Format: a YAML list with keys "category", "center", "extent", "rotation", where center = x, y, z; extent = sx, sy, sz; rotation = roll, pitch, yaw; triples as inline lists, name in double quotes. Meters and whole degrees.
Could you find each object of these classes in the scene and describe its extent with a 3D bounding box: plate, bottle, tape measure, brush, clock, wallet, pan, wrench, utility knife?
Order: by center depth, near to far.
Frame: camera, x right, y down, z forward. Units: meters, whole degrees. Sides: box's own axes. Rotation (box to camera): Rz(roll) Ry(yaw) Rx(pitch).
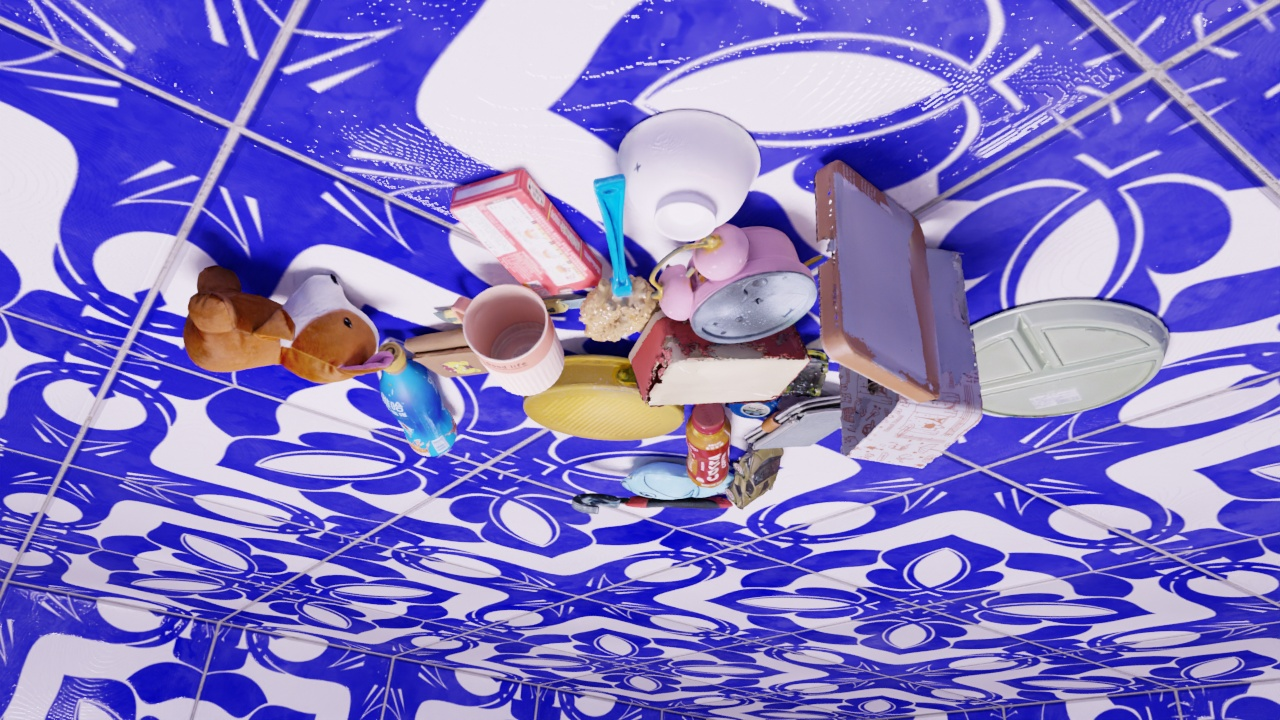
- category: "brush"
  center: [-0.022, -0.087, 0.819]
  extent: [0.083, 0.045, 0.255]
  rotation: [-11, 154, -4]
- category: "clock"
  center: [0.081, -0.072, 0.827]
  extent: [0.158, 0.059, 0.117]
  rotation: [6, 147, -34]
- category: "utility knife"
  center: [-0.122, -0.056, 0.966]
  extent: [0.205, 0.021, 0.031]
  rotation: [-9, 157, 15]
- category: "plate"
  center: [0.436, 0.006, 0.979]
  extent: [0.230, 0.027, 0.231]
  rotation: [4, 151, 2]
- category: "pan"
  center: [-0.006, 0.006, 1.024]
  extent: [0.197, 0.078, 0.358]
  rotation: [14, 156, -23]
- category: "wallet"
  center: [-0.194, -0.009, 1.034]
  extent: [0.115, 0.033, 0.090]
  rotation: [-6, 155, 24]
- category: "tape measure"
  center: [0.133, 0.048, 1.097]
  extent: [0.058, 0.025, 0.055]
  rotation: [12, 151, -10]
- category: "wallet"
  center: [0.197, 0.072, 1.110]
  extent: [0.106, 0.037, 0.130]
  rotation: [-2, 157, -25]
- category: "bottle"
  center: [-0.275, 0.046, 1.111]
  extent: [0.065, 0.065, 0.219]
  rotation: [2, 150, 5]
- category: "bottle"
  center: [0.087, 0.106, 1.172]
  extent: [0.057, 0.057, 0.175]
  rotation: [2, 150, 5]
- category: "wrench"
  center: [0.020, 0.206, 1.334]
  extent: [0.273, 0.016, 0.056]
  rotation: [5, -168, -33]

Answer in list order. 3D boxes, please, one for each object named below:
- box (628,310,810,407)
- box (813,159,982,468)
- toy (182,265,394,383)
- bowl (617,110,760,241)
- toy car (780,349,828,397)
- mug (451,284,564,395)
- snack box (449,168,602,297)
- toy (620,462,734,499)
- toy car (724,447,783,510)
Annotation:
- category: "box"
  center: [0.083, 0.004, 0.919]
  extent: [0.168, 0.076, 0.092]
  rotation: [-1, 144, -28]
- category: "box"
  center: [0.218, -0.031, 0.791]
  extent: [0.134, 0.179, 0.271]
  rotation: [-7, 150, 19]
- category: "toy"
  center: [-0.358, -0.036, 0.945]
  extent: [0.199, 0.140, 0.131]
  rotation: [19, 106, -26]
- category: "bowl"
  center: [0.038, -0.137, 0.744]
  extent: [0.118, 0.064, 0.118]
  rotation: [3, 151, 1]
- category: "toy car"
  center: [0.180, 0.011, 1.015]
  extent: [0.048, 0.032, 0.105]
  rotation: [2, 156, 4]
- category: "mug"
  center: [-0.137, -0.024, 0.928]
  extent: [0.114, 0.081, 0.106]
  rotation: [26, 164, 16]
- category: "snack box"
  center: [-0.101, -0.112, 0.847]
  extent: [0.075, 0.025, 0.153]
  rotation: [-11, 147, 23]
- category: "toy"
  center: [0.052, 0.171, 1.300]
  extent: [0.162, 0.049, 0.156]
  rotation: [-15, 154, 40]
- category: "toy car"
  center: [0.155, 0.151, 1.230]
  extent: [0.070, 0.042, 0.158]
  rotation: [-32, 153, -17]
